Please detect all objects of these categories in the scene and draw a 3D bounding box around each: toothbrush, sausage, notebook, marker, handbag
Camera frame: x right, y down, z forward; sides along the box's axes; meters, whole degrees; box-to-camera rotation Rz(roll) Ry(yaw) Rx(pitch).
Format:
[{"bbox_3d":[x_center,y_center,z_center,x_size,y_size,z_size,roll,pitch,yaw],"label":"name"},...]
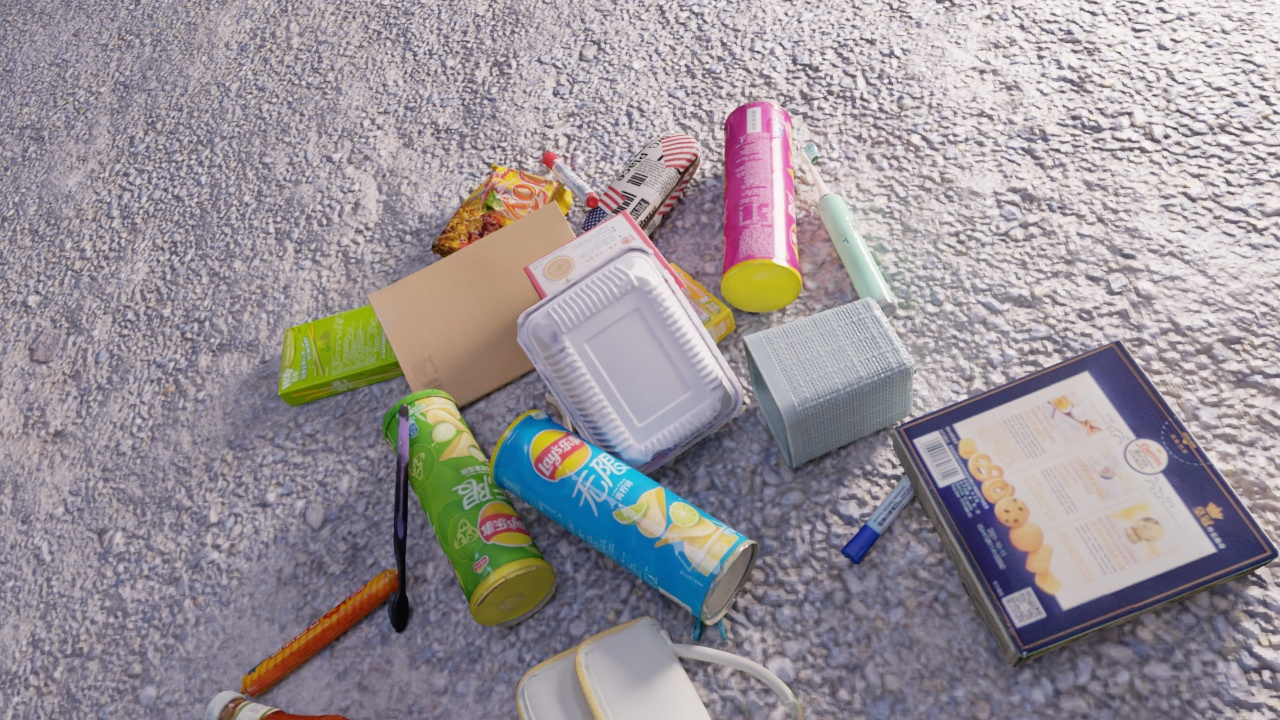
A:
[{"bbox_3d":[0.187,-0.126,0.856,0.027,0.026,0.224,-33,50,22],"label":"toothbrush"},{"bbox_3d":[-0.265,0.227,0.766,0.165,0.021,0.021,-37,54,-8],"label":"sausage"},{"bbox_3d":[-0.143,-0.049,0.891,0.211,0.012,0.149,-28,72,-4],"label":"notebook"},{"bbox_3d":[-0.075,-0.191,0.968,0.017,0.017,0.145,-32,38,-5],"label":"marker"},{"bbox_3d":[0.205,0.097,0.704,0.017,0.017,0.145,35,73,33],"label":"marker"},{"bbox_3d":[0.018,0.255,0.634,0.178,0.063,0.163,-28,54,-6],"label":"handbag"},{"bbox_3d":[-0.200,0.130,0.763,0.017,0.014,0.189,-2,86,48],"label":"toothbrush"}]

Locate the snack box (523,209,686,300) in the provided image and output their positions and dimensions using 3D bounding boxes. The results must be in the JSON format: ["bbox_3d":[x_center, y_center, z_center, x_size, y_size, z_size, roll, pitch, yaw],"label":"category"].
[{"bbox_3d":[-0.029,-0.063,0.832,0.113,0.044,0.127,-30,50,-4],"label":"snack box"}]

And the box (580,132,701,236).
[{"bbox_3d":[0.004,-0.166,0.938,0.164,0.060,0.072,-51,34,-17],"label":"box"}]

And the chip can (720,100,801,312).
[{"bbox_3d":[0.113,-0.149,0.868,0.071,0.071,0.210,-6,55,14],"label":"chip can"}]

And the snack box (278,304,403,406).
[{"bbox_3d":[-0.290,-0.013,0.934,0.156,0.026,0.085,-16,54,7],"label":"snack box"}]

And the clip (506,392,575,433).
[{"bbox_3d":[-0.079,0.082,0.798,0.094,0.035,0.102,-20,61,-1],"label":"clip"}]

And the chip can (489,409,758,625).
[{"bbox_3d":[-0.016,0.115,0.703,0.210,0.071,0.071,28,69,26],"label":"chip can"}]

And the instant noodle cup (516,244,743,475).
[{"bbox_3d":[-0.004,0.004,0.748,0.138,0.060,0.173,-34,97,-5],"label":"instant noodle cup"}]

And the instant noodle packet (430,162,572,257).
[{"bbox_3d":[-0.146,-0.150,0.971,0.111,0.044,0.128,22,65,24],"label":"instant noodle packet"}]

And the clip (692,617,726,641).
[{"bbox_3d":[0.052,0.186,0.695,0.049,0.015,0.056,-4,53,12],"label":"clip"}]

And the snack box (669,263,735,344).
[{"bbox_3d":[0.007,-0.019,0.838,0.140,0.034,0.087,-41,54,-9],"label":"snack box"}]

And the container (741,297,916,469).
[{"bbox_3d":[0.151,0.015,0.734,0.111,0.090,0.089,-21,53,-1],"label":"container"}]

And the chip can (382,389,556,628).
[{"bbox_3d":[-0.150,0.116,0.772,0.072,0.073,0.221,-34,53,-6],"label":"chip can"}]

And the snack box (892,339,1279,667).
[{"bbox_3d":[0.300,0.095,0.646,0.182,0.046,0.177,-21,58,1],"label":"snack box"}]

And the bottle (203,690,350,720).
[{"bbox_3d":[-0.243,0.294,0.690,0.206,0.060,0.059,9,60,23],"label":"bottle"}]
